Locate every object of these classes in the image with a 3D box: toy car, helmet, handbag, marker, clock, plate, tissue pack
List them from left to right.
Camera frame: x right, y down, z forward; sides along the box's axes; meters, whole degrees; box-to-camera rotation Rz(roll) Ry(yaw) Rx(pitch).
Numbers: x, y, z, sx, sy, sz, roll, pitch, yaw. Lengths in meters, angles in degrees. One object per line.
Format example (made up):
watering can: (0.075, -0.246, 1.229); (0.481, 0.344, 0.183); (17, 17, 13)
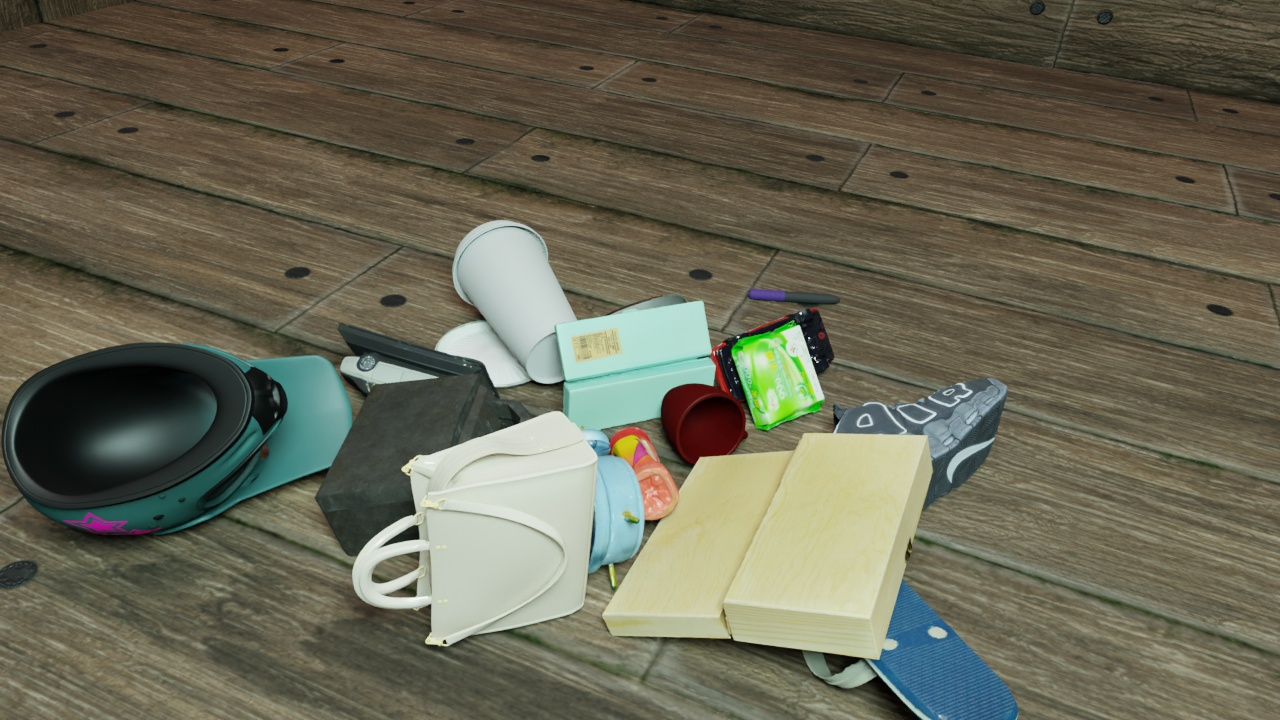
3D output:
helmet: (-0.433, 0.068, 0.875); (0.274, 0.200, 0.176); (-13, 80, -3)
toy car: (-0.269, 0.026, 1.070); (0.192, 0.094, 0.071); (15, 65, 13)
handbag: (-0.191, 0.099, 0.933); (0.199, 0.102, 0.196); (-9, 33, 11)
handbag: (-0.144, 0.152, 0.776); (0.197, 0.195, 0.101); (-13, 37, -28)
plate: (-0.183, -0.008, 1.173); (0.157, 0.014, 0.156); (3, 34, -2)
clock: (-0.052, 0.133, 0.888); (0.060, 0.118, 0.162); (-1, 39, -27)
toy car: (0.168, -0.007, 1.151); (0.188, 0.081, 0.056); (-21, 1, -34)
tissue pack: (0.166, 0.018, 1.096); (0.099, 0.114, 0.034); (-19, 0, -30)
marker: (0.224, -0.093, 1.339); (0.134, 0.015, 0.018); (4, 6, 0)

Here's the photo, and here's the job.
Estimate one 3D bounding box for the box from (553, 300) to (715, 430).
box: (-0.003, 0.008, 1.063); (0.186, 0.139, 0.052); (-11, 24, -21)

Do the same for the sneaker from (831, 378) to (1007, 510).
sneaker: (0.290, 0.078, 1.026); (0.251, 0.097, 0.151); (-28, 43, -31)

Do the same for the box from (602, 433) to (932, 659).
box: (0.123, 0.161, 0.846); (0.254, 0.068, 0.246); (-12, 23, 33)

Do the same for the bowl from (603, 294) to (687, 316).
bowl: (-0.001, -0.027, 1.161); (0.151, 0.057, 0.150); (-19, 20, 7)

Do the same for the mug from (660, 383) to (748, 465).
mug: (0.071, 0.066, 1.044); (0.114, 0.087, 0.088); (19, 10, -29)

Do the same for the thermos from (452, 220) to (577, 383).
thermos: (-0.147, -0.073, 1.159); (0.131, 0.132, 0.221); (-14, 45, -24)

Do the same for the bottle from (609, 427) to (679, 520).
bottle: (-0.001, 0.112, 0.951); (0.048, 0.071, 0.134); (-28, 20, -3)

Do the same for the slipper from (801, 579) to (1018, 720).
slipper: (0.200, 0.238, 0.801); (0.118, 0.060, 0.295); (-12, 25, -23)
